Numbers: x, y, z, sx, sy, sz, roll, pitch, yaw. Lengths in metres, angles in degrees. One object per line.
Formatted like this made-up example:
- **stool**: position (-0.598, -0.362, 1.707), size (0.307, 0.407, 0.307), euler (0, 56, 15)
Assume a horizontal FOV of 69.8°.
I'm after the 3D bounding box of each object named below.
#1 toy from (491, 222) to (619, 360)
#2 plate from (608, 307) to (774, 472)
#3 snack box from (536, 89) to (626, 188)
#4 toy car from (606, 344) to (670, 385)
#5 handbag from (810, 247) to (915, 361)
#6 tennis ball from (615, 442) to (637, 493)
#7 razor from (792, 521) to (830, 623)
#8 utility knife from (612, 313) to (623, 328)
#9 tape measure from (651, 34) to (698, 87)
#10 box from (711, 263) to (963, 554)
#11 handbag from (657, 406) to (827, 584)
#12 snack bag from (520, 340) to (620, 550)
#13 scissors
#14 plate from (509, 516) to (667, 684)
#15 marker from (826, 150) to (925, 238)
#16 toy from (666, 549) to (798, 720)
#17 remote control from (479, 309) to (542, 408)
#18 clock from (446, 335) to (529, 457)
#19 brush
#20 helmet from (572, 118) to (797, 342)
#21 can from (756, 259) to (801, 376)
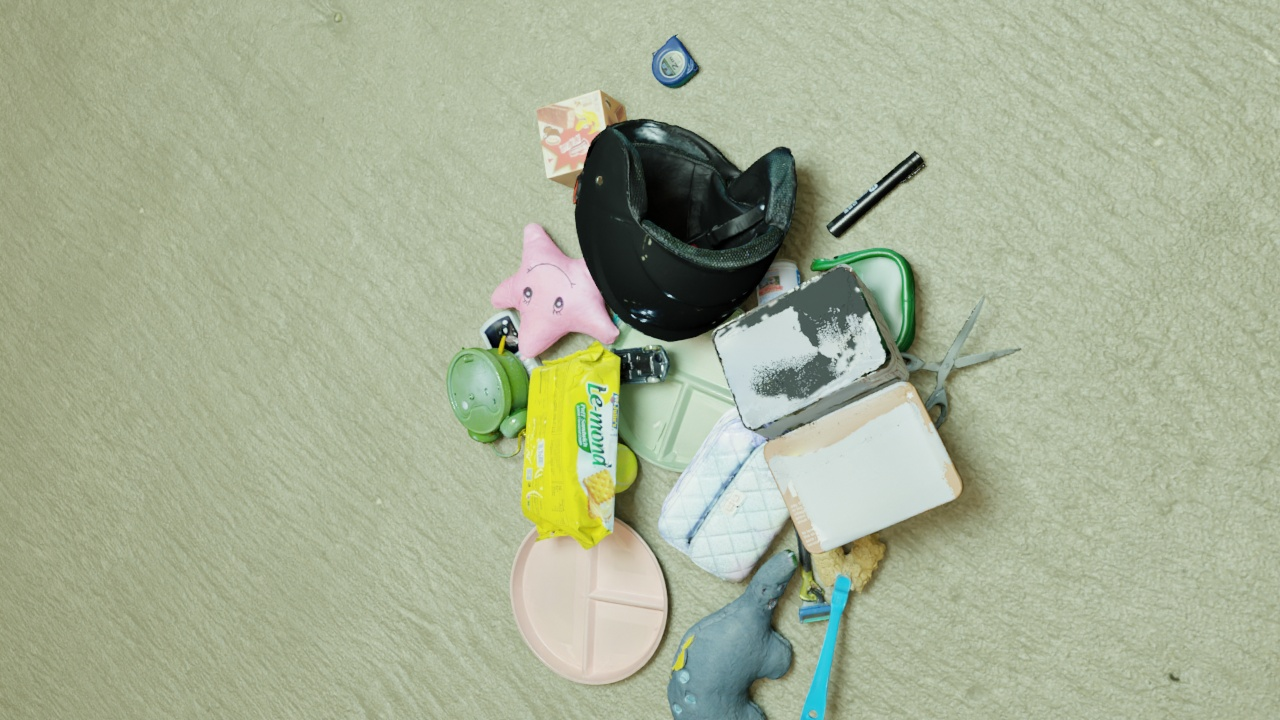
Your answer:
- **toy**: position (-0.107, -0.076, 1.200), size (0.195, 0.074, 0.178), euler (24, 91, 22)
- **plate**: position (0.061, 0.027, 1.157), size (0.230, 0.027, 0.230), euler (0, 90, 22)
- **snack box**: position (-0.071, -0.284, 1.186), size (0.093, 0.077, 0.094), euler (-10, 86, 22)
- **toy car**: position (-0.007, 0.007, 1.152), size (0.106, 0.031, 0.049), euler (-5, 89, 33)
- **handbag**: position (0.255, -0.062, 1.054), size (0.120, 0.068, 0.131), euler (-3, 89, 23)
- **tennis ball**: position (-0.036, 0.138, 1.177), size (0.066, 0.065, 0.065), euler (0, 90, 23)
- **razor**: position (0.198, 0.241, 1.103), size (0.042, 0.022, 0.142), euler (-7, 82, -11)
- **utility knife**: position (0.000, -0.119, 1.190), size (0.029, 0.013, 0.193), euler (23, 98, 20)
- **tape measure**: position (0.042, -0.376, 1.167), size (0.055, 0.025, 0.058), euler (-37, 73, 20)
- **box**: position (0.203, 0.054, 0.967), size (0.178, 0.088, 0.261), euler (-27, 65, 21)
- **handbag**: position (0.115, 0.162, 1.094), size (0.134, 0.075, 0.194), euler (30, 108, -3)
- **snack bag**: position (-0.092, 0.106, 1.145), size (0.158, 0.068, 0.246), euler (-11, 75, 59)
- **scissors**: position (0.333, 0.004, 1.016), size (0.159, 0.014, 0.177), euler (16, 111, -16)
- **plate**: position (-0.068, 0.309, 1.211), size (0.230, 0.028, 0.229), euler (0, 91, 23)
- **marker**: position (0.274, -0.192, 1.073), size (0.132, 0.020, 0.022), euler (-41, 92, 16)
- **toy**: position (0.105, 0.386, 1.106), size (0.138, 0.091, 0.356), euler (14, 97, 10)
- **remote control**: position (-0.168, 0.004, 1.256), size (0.058, 0.021, 0.150), euler (-33, 79, 19)
- **clock**: position (-0.199, 0.054, 1.235), size (0.116, 0.056, 0.161), euler (-12, 92, 42)
- **brush**: position (0.222, 0.301, 1.061), size (0.083, 0.046, 0.254), euler (12, 83, 13)
- **helmet**: position (0.037, -0.162, 1.063), size (0.274, 0.233, 0.231), euler (-112, 33, -45)
- **can**: position (0.169, -0.049, 1.089), size (0.053, 0.053, 0.134), euler (-10, 76, 22)
